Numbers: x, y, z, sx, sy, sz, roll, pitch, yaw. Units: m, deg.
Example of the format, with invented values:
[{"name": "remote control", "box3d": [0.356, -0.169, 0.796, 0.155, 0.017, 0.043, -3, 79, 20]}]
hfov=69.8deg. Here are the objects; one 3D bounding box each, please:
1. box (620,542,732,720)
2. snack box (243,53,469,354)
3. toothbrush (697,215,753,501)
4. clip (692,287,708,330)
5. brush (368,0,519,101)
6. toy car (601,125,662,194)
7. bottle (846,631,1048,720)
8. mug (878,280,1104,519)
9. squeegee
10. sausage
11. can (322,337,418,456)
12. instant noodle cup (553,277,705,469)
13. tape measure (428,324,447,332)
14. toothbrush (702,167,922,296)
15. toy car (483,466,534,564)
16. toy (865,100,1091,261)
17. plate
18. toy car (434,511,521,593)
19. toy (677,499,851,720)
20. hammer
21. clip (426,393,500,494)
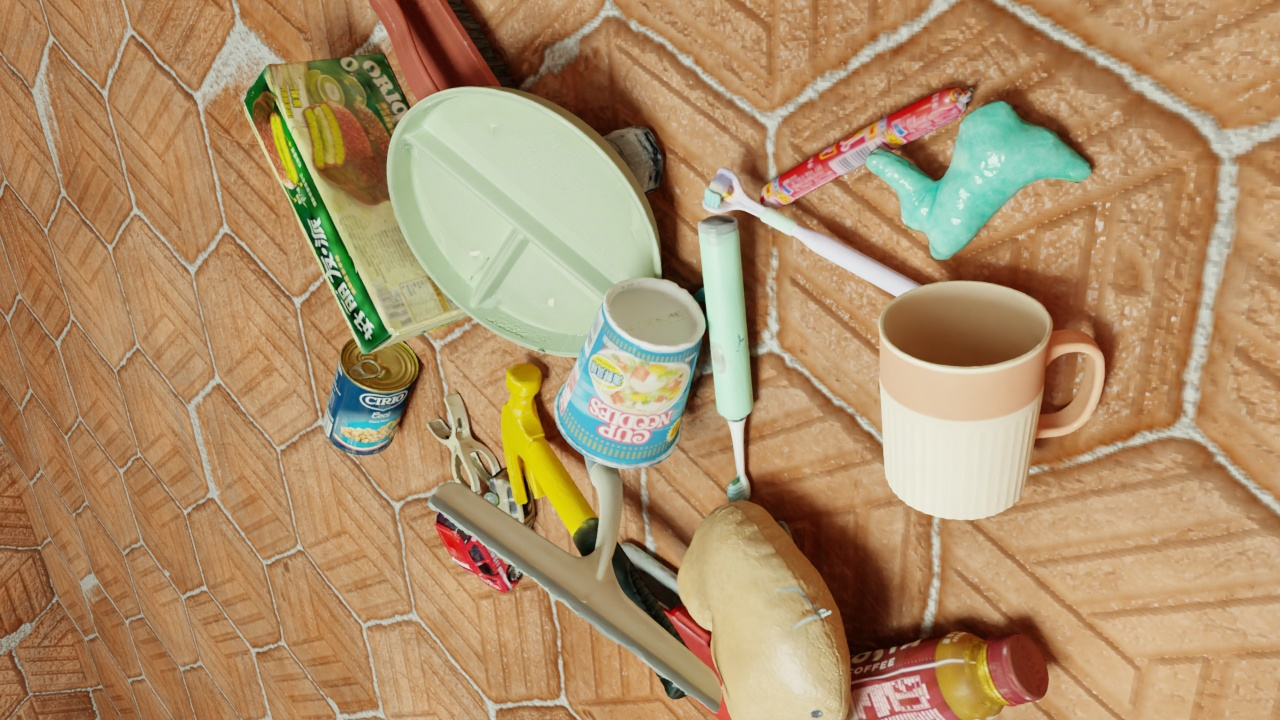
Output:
[{"name": "box", "box3d": [0.047, 0.232, 0.756, 0.201, 0.068, 0.091, 31, 148, 29]}, {"name": "snack box", "box3d": [-0.226, -0.135, 0.776, 0.063, 0.114, 0.240, -25, 92, 46]}, {"name": "toothbrush", "box3d": [0.063, 0.007, 0.634, 0.026, 0.027, 0.225, 28, 135, 47]}, {"name": "clip", "box3d": [0.049, -0.042, 0.641, 0.041, 0.014, 0.056, 51, 133, 11]}, {"name": "brush", "box3d": [-0.152, -0.231, 0.696, 0.063, 0.069, 0.146, -35, 84, 44]}, {"name": "toy car", "box3d": [-0.030, -0.137, 0.657, 0.106, 0.031, 0.049, -2, 109, 41]}, {"name": "bottle", "box3d": [0.181, 0.217, 0.609, 0.175, 0.057, 0.057, -34, 85, 45]}, {"name": "mug", "box3d": [0.188, 0.020, 0.496, 0.114, 0.081, 0.106, -8, 125, 5]}, {"name": "squeegee", "box3d": [-0.029, 0.091, 0.661, 0.039, 0.246, 0.246, -42, 112, 16]}, {"name": "sausage", "box3d": [0.123, -0.120, 0.533, 0.156, 0.020, 0.020, -22, 93, 45]}, {"name": "can", "box3d": [-0.274, 0.036, 0.926, 0.075, 0.075, 0.111, 46, 133, 16]}, {"name": "instant noodle cup", "box3d": [-0.004, 0.004, 0.642, 0.099, 0.099, 0.110, 40, 138, 22]}, {"name": "tape measure", "box3d": [-0.201, -0.054, 0.851, 0.057, 0.028, 0.060, 13, 118, 37]}, {"name": "toothbrush", "box3d": [0.121, -0.063, 0.547, 0.189, 0.021, 0.029, 31, 108, 17]}, {"name": "toy car", "box3d": [-0.119, 0.147, 0.859, 0.035, 0.042, 0.090, 0, 104, 22]}, {"name": "toy", "box3d": [0.172, -0.097, 0.490, 0.096, 0.030, 0.092, 38, 130, 7]}, {"name": "plate", "box3d": [-0.085, -0.098, 0.679, 0.230, 0.027, 0.231, 18, 137, 17]}, {"name": "toy car", "box3d": [-0.160, 0.184, 0.896, 0.053, 0.045, 0.120, 13, 139, 42]}, {"name": "toy", "box3d": [0.093, 0.202, 0.621, 0.144, 0.082, 0.225, 102, 151, -47]}, {"name": "hammer", "box3d": [-0.041, 0.137, 0.733, 0.300, 0.032, 0.129, 50, 144, 39]}, {"name": "clip", "box3d": [-0.173, 0.088, 0.889, 0.098, 0.034, 0.064, 55, 136, 15]}]
